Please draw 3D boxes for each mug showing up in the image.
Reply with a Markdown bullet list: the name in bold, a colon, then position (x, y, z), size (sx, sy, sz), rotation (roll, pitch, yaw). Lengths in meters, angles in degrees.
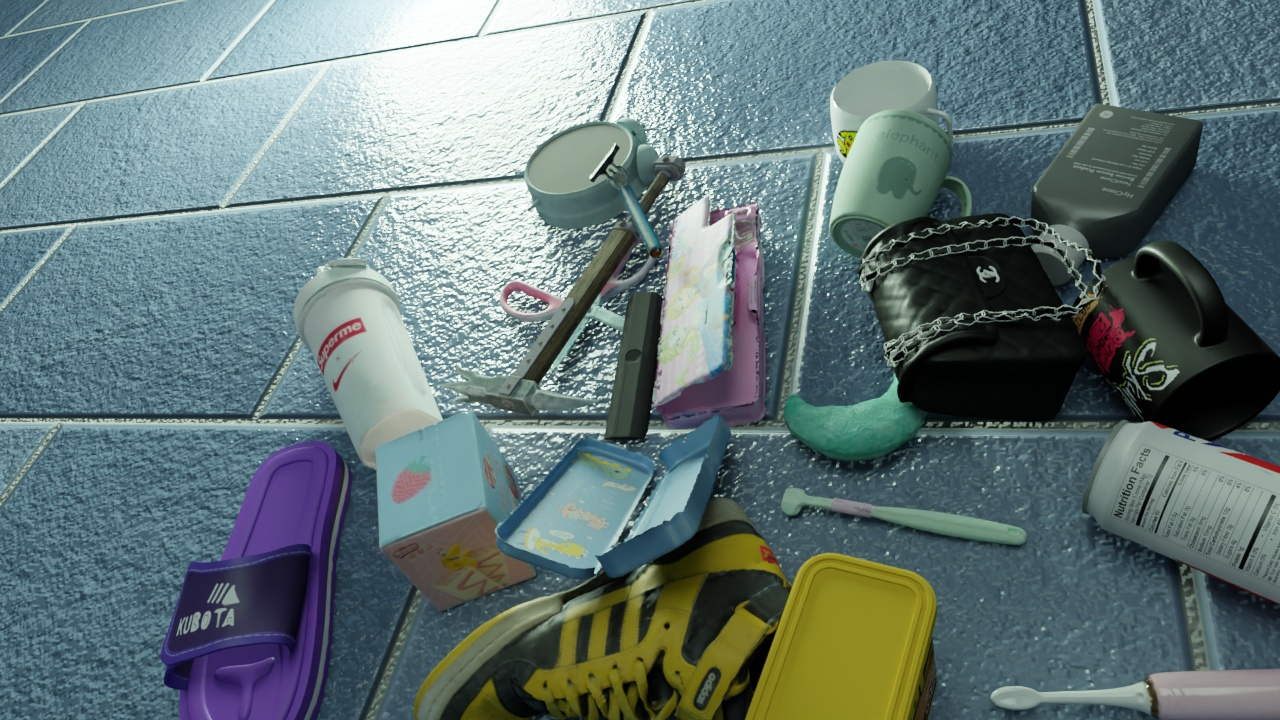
- **mug**: position (0.217, -0.134, 0.760), size (0.111, 0.084, 0.103), rotation (24, 68, 4)
- **mug**: position (0.230, -0.215, 0.829), size (0.116, 0.068, 0.094), rotation (28, 64, 38)
- **mug**: position (0.333, -0.019, 0.573), size (0.082, 0.118, 0.098), rotation (-20, 45, 4)

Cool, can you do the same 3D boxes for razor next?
- **razor**: position (-0.008, -0.139, 0.825), size (0.042, 0.022, 0.143), rotation (-48, 46, 25)

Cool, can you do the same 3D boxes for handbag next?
- **handbag**: position (0.224, -0.045, 0.630), size (0.125, 0.115, 0.153), rotation (-2, 49, -2)

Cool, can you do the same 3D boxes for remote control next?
- **remote control**: position (-0.004, 0.004, 0.750), size (0.033, 0.015, 0.146), rotation (-3, 53, 16)

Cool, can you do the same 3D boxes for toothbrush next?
- **toothbrush**: position (0.169, 0.102, 0.599), size (0.155, 0.015, 0.022), rotation (6, 53, 25)
- **toothbrush**: position (0.299, 0.173, 0.475), size (0.223, 0.026, 0.027), rotation (-7, 67, 16)

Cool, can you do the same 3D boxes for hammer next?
- **hammer**: position (-0.033, -0.078, 0.811), size (0.147, 0.028, 0.315), rotation (8, 52, 33)

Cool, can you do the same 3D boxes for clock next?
- **clock**: position (-0.045, -0.196, 0.937), size (0.159, 0.045, 0.122), rotation (-24, 46, 1)

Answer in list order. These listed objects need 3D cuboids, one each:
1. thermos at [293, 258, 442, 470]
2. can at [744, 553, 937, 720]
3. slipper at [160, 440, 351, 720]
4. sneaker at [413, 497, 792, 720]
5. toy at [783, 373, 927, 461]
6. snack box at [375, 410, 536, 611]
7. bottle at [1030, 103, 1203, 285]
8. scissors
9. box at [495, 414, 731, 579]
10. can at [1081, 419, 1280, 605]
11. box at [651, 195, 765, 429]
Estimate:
- **thermos**: position (-0.236, -0.002, 0.803), size (0.099, 0.099, 0.220), rotation (-31, 49, -8)
- **can**: position (0.110, 0.187, 0.483), size (0.073, 0.101, 0.130), rotation (9, 53, 28)
- **slipper**: position (-0.288, 0.157, 0.679), size (0.107, 0.084, 0.266), rotation (-13, 46, 10)
- **sneaker**: position (-0.007, 0.185, 0.539), size (0.238, 0.086, 0.122), rotation (-31, 41, -12)
- **toy**: position (0.158, 0.039, 0.652), size (0.105, 0.033, 0.085), rotation (-16, 31, 4)
- **snack box**: position (-0.133, 0.108, 0.656), size (0.079, 0.095, 0.093), rotation (-21, 46, 2)
- **bottle**: position (0.356, -0.126, 0.713), size (0.084, 0.046, 0.173), rotation (25, 62, 37)
- **scissors**: position (-0.048, -0.060, 0.835), size (0.171, 0.013, 0.176), rotation (22, 60, 36)
- **box**: position (-0.007, 0.086, 0.594), size (0.125, 0.043, 0.209), rotation (-10, 9, 13)
- **can**: position (0.327, 0.086, 0.513), size (0.132, 0.070, 0.070), rotation (25, 62, 37)
- **box**: position (0.055, -0.054, 0.748), size (0.085, 0.071, 0.229), rotation (-7, 48, 15)
